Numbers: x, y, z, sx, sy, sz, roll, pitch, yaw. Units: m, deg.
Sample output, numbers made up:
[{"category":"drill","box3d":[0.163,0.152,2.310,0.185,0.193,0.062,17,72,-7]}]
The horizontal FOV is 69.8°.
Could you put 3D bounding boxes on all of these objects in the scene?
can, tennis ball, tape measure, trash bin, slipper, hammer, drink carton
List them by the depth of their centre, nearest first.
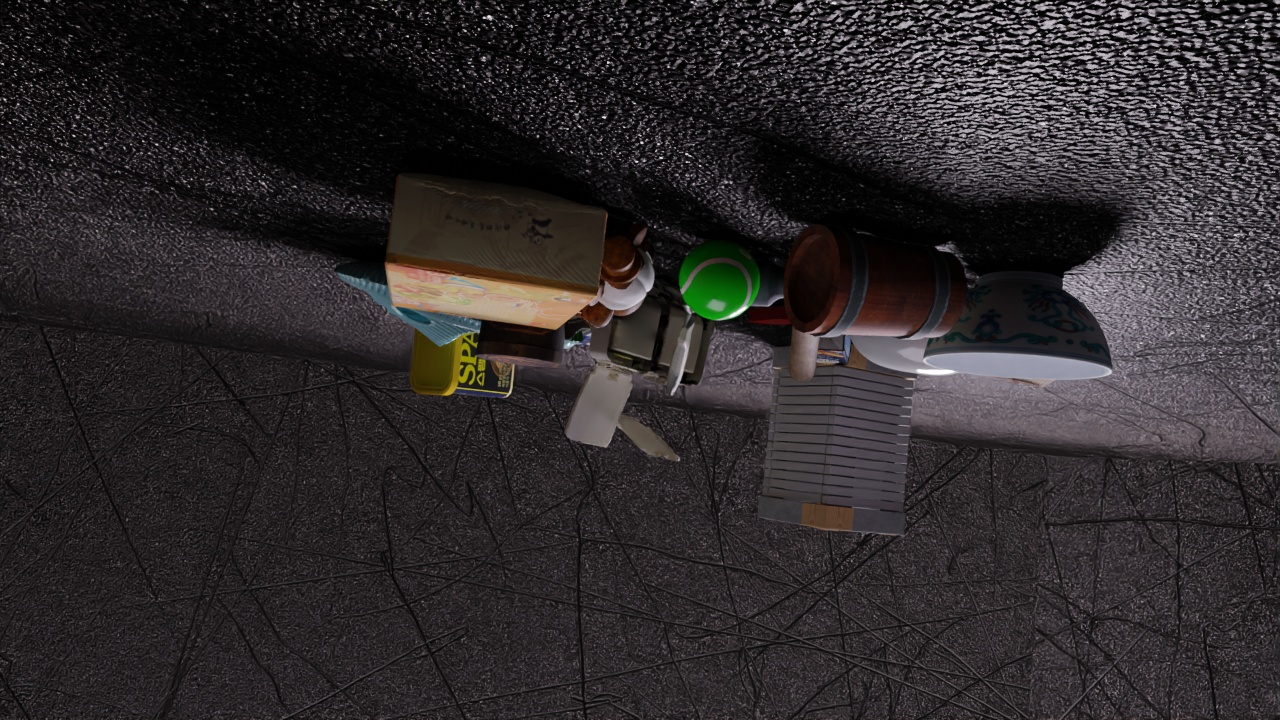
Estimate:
[{"category":"tennis ball","box3d":[0.064,-0.065,0.744,0.065,0.065,0.065,6,174,1]},{"category":"hammer","box3d":[0.168,-0.029,0.921,0.129,0.040,0.322,2,165,9]},{"category":"slipper","box3d":[-0.198,-0.046,0.980,0.276,0.069,0.116,16,-176,0]},{"category":"tape measure","box3d":[0.154,-0.051,1.005,0.058,0.019,0.051,3,176,-41]},{"category":"drink carton","box3d":[0.217,-0.023,1.095,0.064,0.040,0.130,5,174,15]},{"category":"can","box3d":[-0.210,-0.022,1.114,0.075,0.135,0.104,2,175,38]},{"category":"trash bin","box3d":[0.277,0.111,1.293,0.142,0.246,0.143,10,173,-29]}]

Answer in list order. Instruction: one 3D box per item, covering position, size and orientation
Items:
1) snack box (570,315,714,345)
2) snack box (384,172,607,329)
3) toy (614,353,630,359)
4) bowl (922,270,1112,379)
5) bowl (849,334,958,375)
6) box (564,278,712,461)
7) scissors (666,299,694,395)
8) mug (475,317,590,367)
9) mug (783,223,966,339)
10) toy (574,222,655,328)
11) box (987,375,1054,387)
[{"category":"snack box","box3d":[-0.009,-0.042,1.065,0.145,0.042,0.145,2,174,-19]},{"category":"snack box","box3d":[-0.116,-0.082,0.701,0.145,0.080,0.195,8,173,-13]},{"category":"toy","box3d":[-0.022,-0.030,1.224,0.110,0.051,0.090,10,171,-4]},{"category":"bowl","box3d":[0.311,-0.031,0.758,0.144,0.074,0.144,6,174,1]},{"category":"bowl","box3d":[0.300,-0.008,1.004,0.149,0.043,0.149,8,-175,-1]},{"category":"box","box3d":[-0.006,0.006,0.951,0.143,0.180,0.080,19,172,-43]},{"category":"scissors","box3d":[0.048,-0.036,0.874,0.015,0.180,0.198,21,-156,8]},{"category":"mug","box3d":[-0.087,-0.050,0.848,0.115,0.107,0.080,8,174,-10]},{"category":"mug","box3d":[0.168,-0.059,0.695,0.111,0.081,0.117,5,-167,-20]},{"category":"toy","box3d":[-0.021,-0.070,0.741,0.067,0.087,0.113,34,169,12]},{"category":"box","box3d":[0.373,-0.013,0.924,0.186,0.067,0.057,9,-149,-39]}]
